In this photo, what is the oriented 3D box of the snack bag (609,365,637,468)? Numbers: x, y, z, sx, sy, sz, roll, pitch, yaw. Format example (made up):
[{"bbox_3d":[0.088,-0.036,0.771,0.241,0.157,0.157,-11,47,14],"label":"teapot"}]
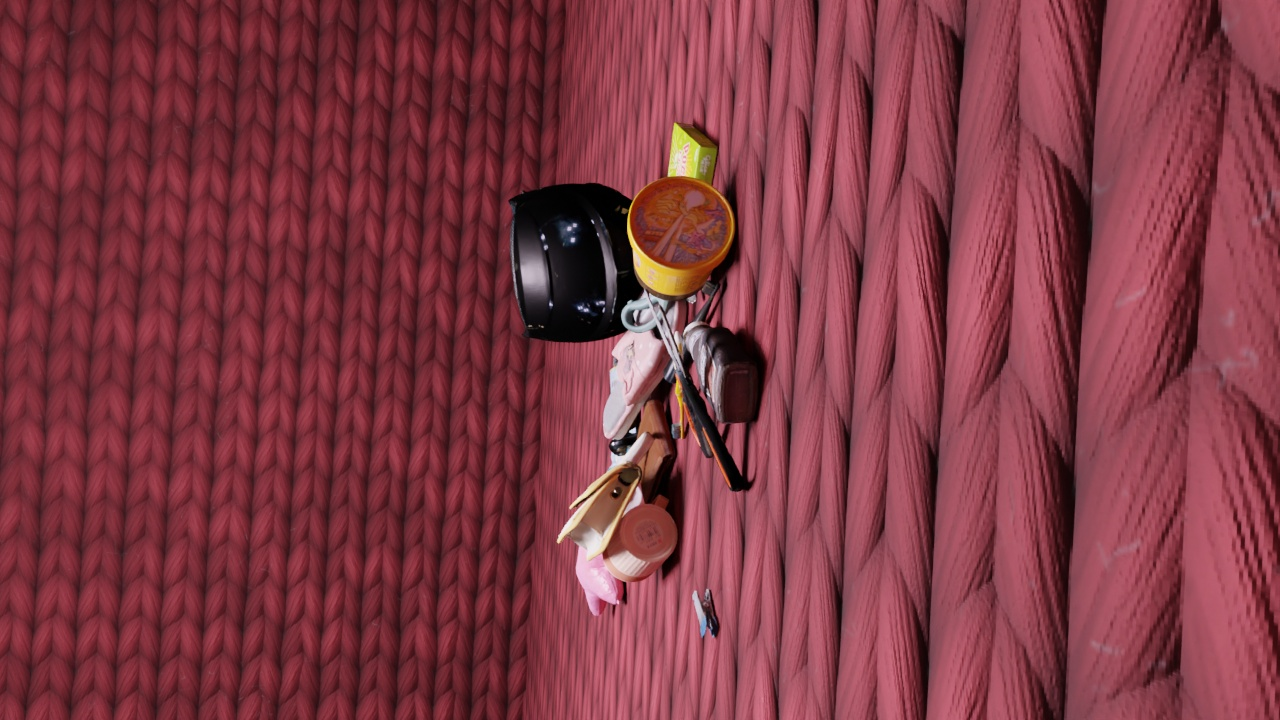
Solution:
[{"bbox_3d":[-0.027,0.103,1.504,0.111,0.038,0.190,-25,62,57],"label":"snack bag"}]

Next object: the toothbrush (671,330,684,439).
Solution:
[{"bbox_3d":[0.045,0.034,1.118,0.192,0.018,0.016,85,173,-46],"label":"toothbrush"}]

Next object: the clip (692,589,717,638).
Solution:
[{"bbox_3d":[0.072,0.277,1.011,0.058,0.036,0.026,-107,21,-52],"label":"clip"}]

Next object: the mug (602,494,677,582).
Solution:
[{"bbox_3d":[0.006,0.232,1.229,0.114,0.081,0.106,-59,-1,-28],"label":"mug"}]

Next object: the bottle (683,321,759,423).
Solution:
[{"bbox_3d":[0.081,0.001,0.980,0.194,0.044,0.080,-114,22,-69],"label":"bottle"}]

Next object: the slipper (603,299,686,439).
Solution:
[{"bbox_3d":[-0.008,0.008,1.297,0.114,0.054,0.275,-95,25,-45],"label":"slipper"}]

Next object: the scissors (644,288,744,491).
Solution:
[{"bbox_3d":[0.058,0.038,0.947,0.221,0.021,0.227,73,172,-58],"label":"scissors"}]

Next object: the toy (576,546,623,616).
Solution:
[{"bbox_3d":[-0.068,0.356,1.563,0.178,0.074,0.195,-119,29,-52],"label":"toy"}]

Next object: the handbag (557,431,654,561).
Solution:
[{"bbox_3d":[-0.043,0.175,1.236,0.178,0.063,0.164,-59,2,-21],"label":"handbag"}]

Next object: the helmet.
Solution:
[{"bbox_3d":[-0.072,-0.141,1.342,0.273,0.231,0.233,-23,-67,-53],"label":"helmet"}]

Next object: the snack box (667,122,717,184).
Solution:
[{"bbox_3d":[0.064,-0.251,1.185,0.156,0.026,0.086,-110,25,-63],"label":"snack box"}]

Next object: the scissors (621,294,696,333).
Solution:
[{"bbox_3d":[0.020,-0.118,1.189,0.170,0.019,0.171,-45,51,33],"label":"scissors"}]

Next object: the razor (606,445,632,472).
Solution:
[{"bbox_3d":[-0.027,0.164,1.419,0.133,0.028,0.043,137,140,-67],"label":"razor"}]

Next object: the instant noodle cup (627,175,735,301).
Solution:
[{"bbox_3d":[0.042,-0.132,1.054,0.115,0.118,0.118,99,171,-70],"label":"instant noodle cup"}]

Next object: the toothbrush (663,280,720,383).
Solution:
[{"bbox_3d":[0.063,-0.033,1.122,0.026,0.027,0.213,-56,-7,-32],"label":"toothbrush"}]

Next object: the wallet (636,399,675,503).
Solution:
[{"bbox_3d":[0.020,0.130,1.289,0.125,0.032,0.101,104,161,-46],"label":"wallet"}]

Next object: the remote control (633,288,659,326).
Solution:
[{"bbox_3d":[0.032,-0.104,1.214,0.136,0.020,0.055,-56,26,26],"label":"remote control"}]

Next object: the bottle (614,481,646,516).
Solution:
[{"bbox_3d":[-0.027,0.211,1.412,0.108,0.063,0.063,141,131,-75],"label":"bottle"}]

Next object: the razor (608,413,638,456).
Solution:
[{"bbox_3d":[-0.015,0.067,1.434,0.062,0.068,0.167,64,-146,-70],"label":"razor"}]
